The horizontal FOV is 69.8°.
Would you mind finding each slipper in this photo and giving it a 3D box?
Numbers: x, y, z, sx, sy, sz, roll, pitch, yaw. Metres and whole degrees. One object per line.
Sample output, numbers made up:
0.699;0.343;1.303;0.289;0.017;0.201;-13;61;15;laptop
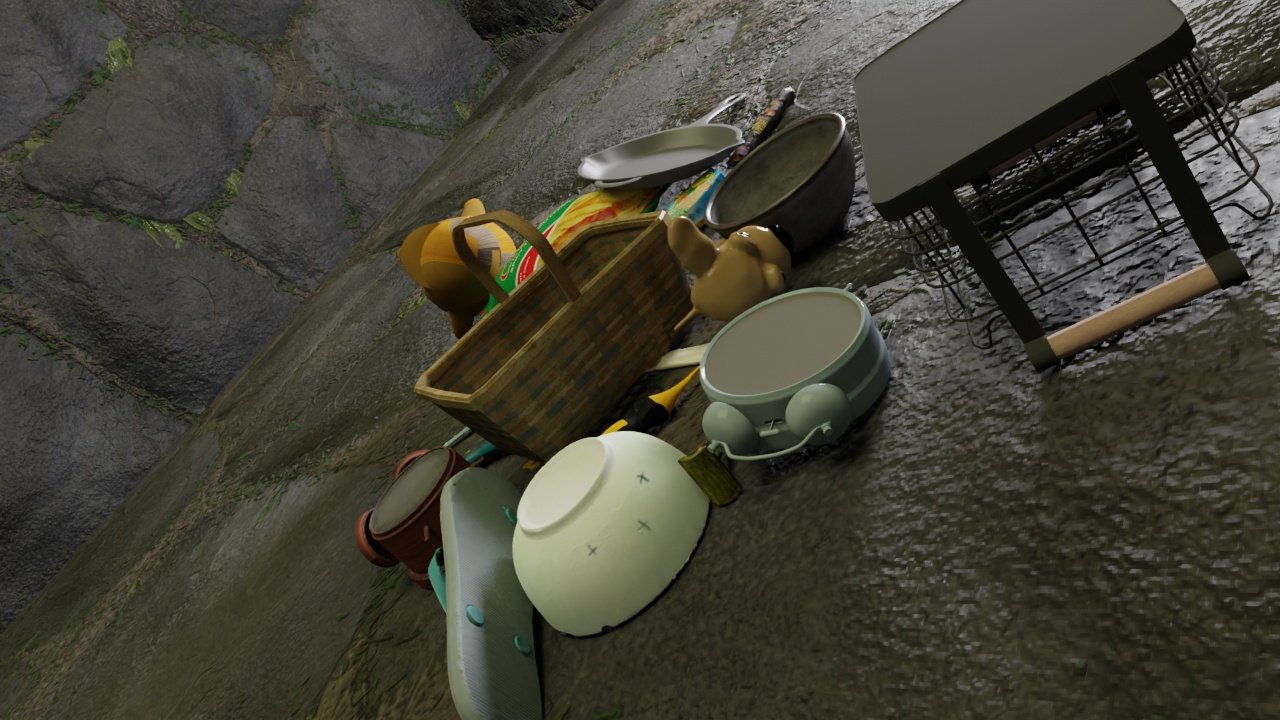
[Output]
-0.118;0.165;0.649;0.055;0.098;0.268;-37;25;10;slipper

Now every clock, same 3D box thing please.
0.097;0.010;0.603;0.123;0.045;0.158;-12;31;30;clock
-0.195;0.140;0.843;0.158;0.072;0.120;-12;38;49;clock

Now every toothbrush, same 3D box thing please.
0.012;0.040;0.742;0.196;0.031;0.031;-42;32;-9;toothbrush

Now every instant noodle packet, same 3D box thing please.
-0.085;-0.128;1.096;0.195;0.090;0.253;-51;23;-24;instant noodle packet

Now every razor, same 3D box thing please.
0.055;0.055;0.647;0.026;0.042;0.105;-35;15;26;razor

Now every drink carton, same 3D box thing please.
0.045;-0.154;0.999;0.129;0.038;0.044;-41;24;3;drink carton

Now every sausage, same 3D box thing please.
0.142;-0.271;1.067;0.020;0.020;0.155;-5;44;55;sausage

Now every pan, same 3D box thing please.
0.053;-0.264;1.111;0.217;0.024;0.353;2;31;32;pan

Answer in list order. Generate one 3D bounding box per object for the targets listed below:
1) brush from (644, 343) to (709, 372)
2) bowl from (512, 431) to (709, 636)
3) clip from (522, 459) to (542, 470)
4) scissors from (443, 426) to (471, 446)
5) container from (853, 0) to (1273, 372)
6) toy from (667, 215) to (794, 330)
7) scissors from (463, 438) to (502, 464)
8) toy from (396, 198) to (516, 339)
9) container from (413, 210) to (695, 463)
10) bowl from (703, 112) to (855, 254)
-0.005;0.005;0.849;0.218;0.012;0.033;-10;39;49;brush
-0.032;0.107;0.641;0.154;0.073;0.153;-34;26;18;bowl
-0.077;0.093;0.816;0.053;0.039;0.047;-5;39;53;clip
-0.169;0.057;1.015;0.139;0.015;0.063;-31;28;15;scissors
0.235;-0.129;0.543;0.163;0.130;0.240;-30;27;28;container
0.074;-0.063;0.735;0.105;0.134;0.108;-43;3;-8;toy
-0.149;0.084;0.934;0.137;0.019;0.129;-41;14;-14;scissors
-0.240;-0.127;1.211;0.203;0.162;0.198;-173;88;-84;toy
-0.088;-0.050;0.813;0.249;0.186;0.158;-46;25;-22;container
0.133;-0.143;0.807;0.145;0.067;0.144;-35;25;19;bowl
